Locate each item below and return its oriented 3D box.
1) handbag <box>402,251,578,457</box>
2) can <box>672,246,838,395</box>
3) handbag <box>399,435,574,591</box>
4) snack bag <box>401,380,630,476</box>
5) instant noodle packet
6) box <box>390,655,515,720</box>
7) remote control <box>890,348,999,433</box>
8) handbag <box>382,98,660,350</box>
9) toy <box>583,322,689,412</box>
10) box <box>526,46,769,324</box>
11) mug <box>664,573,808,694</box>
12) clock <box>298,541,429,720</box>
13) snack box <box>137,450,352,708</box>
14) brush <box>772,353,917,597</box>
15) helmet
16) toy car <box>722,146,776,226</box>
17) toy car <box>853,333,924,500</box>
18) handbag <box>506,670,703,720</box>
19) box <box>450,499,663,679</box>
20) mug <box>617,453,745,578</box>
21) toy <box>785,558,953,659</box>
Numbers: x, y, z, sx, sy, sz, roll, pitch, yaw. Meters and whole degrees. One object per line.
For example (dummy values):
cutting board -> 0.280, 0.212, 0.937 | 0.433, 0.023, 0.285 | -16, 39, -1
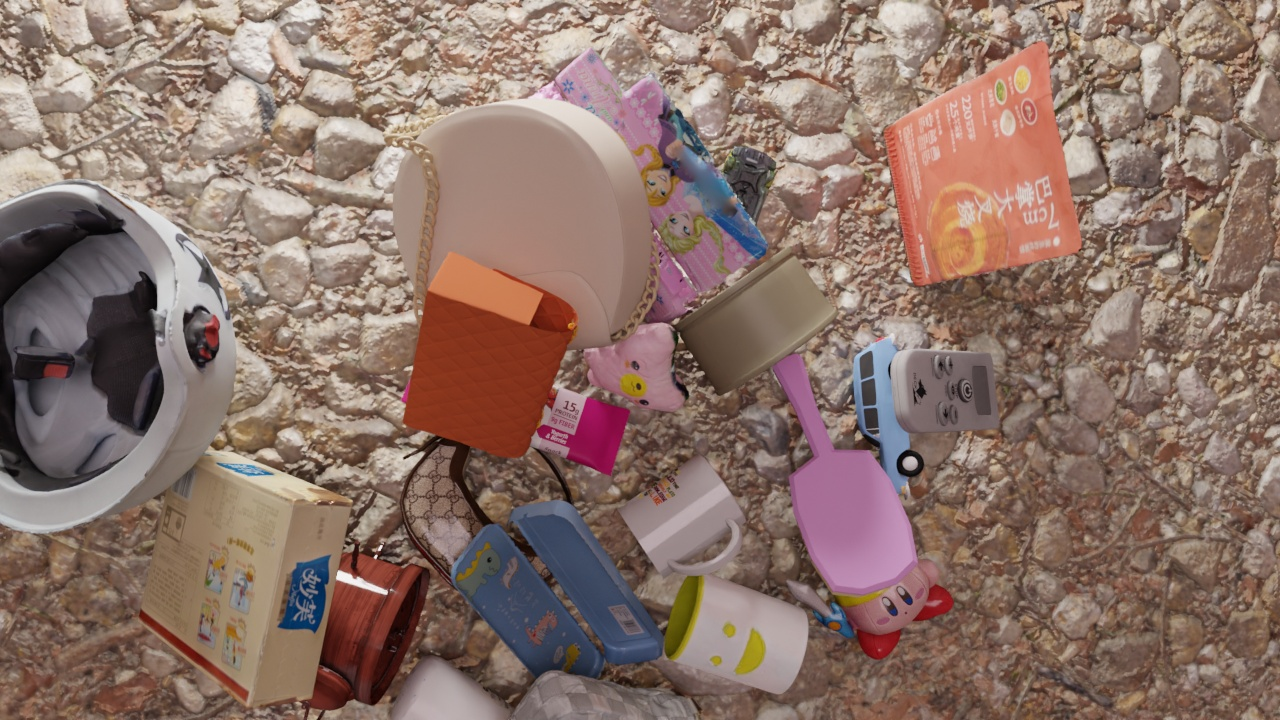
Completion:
handbag -> -0.119, 0.001, 0.733 | 0.109, 0.172, 0.060 | 22, 48, -4
can -> 0.100, -0.035, 0.806 | 0.127, 0.128, 0.073 | -35, 91, -6
handbag -> -0.135, 0.131, 0.820 | 0.166, 0.063, 0.138 | 47, 68, 1
snack bag -> -0.109, 0.040, 0.826 | 0.196, 0.016, 0.070 | 21, 59, -5
instant noodle packet -> 0.296, -0.157, 0.782 | 0.084, 0.221, 0.164 | -10, 90, -5
box -> -0.169, 0.349, 0.795 | 0.136, 0.083, 0.143 | 34, 77, -5
remote control -> 0.281, 0.028, 0.836 | 0.150, 0.019, 0.074 | 2, 82, -40
handbag -> -0.101, -0.105, 0.755 | 0.211, 0.103, 0.209 | -5, 107, 25
toy -> -0.005, 0.005, 0.823 | 0.093, 0.050, 0.102 | 1, 133, 10
box -> -0.011, -0.145, 0.789 | 0.066, 0.159, 0.230 | -36, 93, -41
mug -> 0.085, 0.243, 0.822 | 0.106, 0.082, 0.082 | 20, 87, -6
clock -> -0.240, 0.234, 0.770 | 0.072, 0.121, 0.157 | 19, 79, 2
snack box -> -0.319, 0.163, 0.730 | 0.055, 0.208, 0.153 | 14, 86, -49
brush -> 0.170, 0.100, 0.829 | 0.089, 0.043, 0.228 | -19, 63, 1
helmet -> -0.423, 0.003, 0.725 | 0.237, 0.163, 0.264 | -24, 78, 6
toy car -> 0.089, -0.145, 0.854 | 0.048, 0.033, 0.105 | 19, 91, -7
toy car -> 0.228, 0.053, 0.851 | 0.055, 0.056, 0.153 | -5, 84, 12
handbag -> -0.031, 0.332, 0.760 | 0.171, 0.123, 0.113 | 27, 108, -36
box -> -0.067, 0.207, 0.782 | 0.120, 0.049, 0.209 | -31, 122, -2
mug -> 0.043, 0.146, 0.811 | 0.089, 0.105, 0.073 | -34, 131, -6
toy -> 0.204, 0.200, 0.847 | 0.124, 0.097, 0.131 | -34, 111, 1
